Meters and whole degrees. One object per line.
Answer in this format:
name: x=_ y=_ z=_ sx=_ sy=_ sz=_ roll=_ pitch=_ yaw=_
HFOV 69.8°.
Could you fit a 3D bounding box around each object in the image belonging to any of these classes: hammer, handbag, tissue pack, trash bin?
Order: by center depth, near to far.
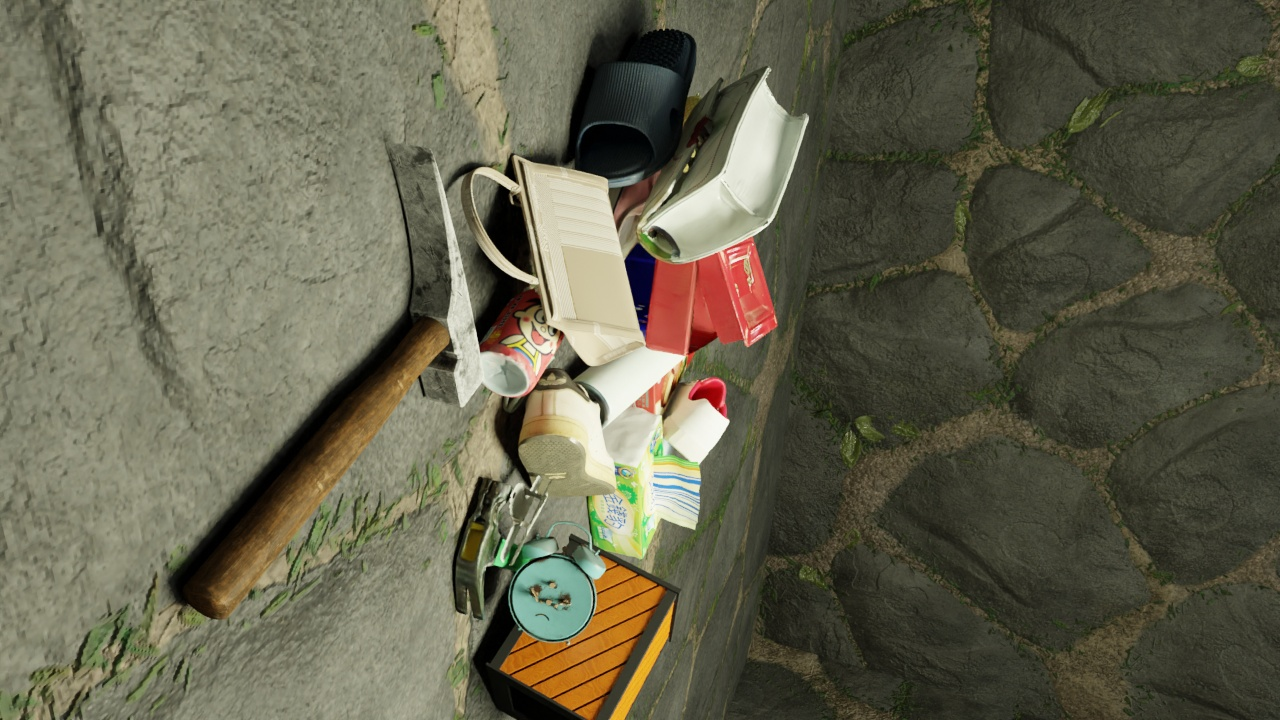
hammer: x=-0.200 y=0.018 z=0.602 sx=0.299 sy=0.037 sz=0.218 roll=-61 pitch=156 yaw=-45
handbag: x=-0.085 y=-0.104 z=0.799 sx=0.197 sy=0.062 sz=0.175 roll=22 pitch=50 yaw=-57
handbag: x=0.080 y=-0.207 z=0.966 sx=0.096 sy=0.142 sz=0.198 roll=43 pitch=50 yaw=-27
hammer: x=-0.126 y=0.222 z=1.008 sx=0.319 sy=0.032 sz=0.130 roll=57 pitch=46 yaw=-68
trash bin: x=-0.060 y=0.324 z=1.024 sx=0.171 sy=0.140 sz=0.140 roll=-55 pitch=161 yaw=-34
tissue pack: x=0.012 y=0.171 z=1.236 sx=0.198 sy=0.141 sz=0.120 roll=84 pitch=24 yaw=-46

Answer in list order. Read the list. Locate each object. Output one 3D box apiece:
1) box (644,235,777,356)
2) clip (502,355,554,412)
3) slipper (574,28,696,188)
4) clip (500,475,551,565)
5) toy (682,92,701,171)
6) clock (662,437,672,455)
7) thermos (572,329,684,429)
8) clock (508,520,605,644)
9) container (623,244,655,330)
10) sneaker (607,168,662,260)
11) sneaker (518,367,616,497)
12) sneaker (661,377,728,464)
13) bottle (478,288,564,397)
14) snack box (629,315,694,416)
box: x=0.071 y=-0.080 z=1.063 sx=0.157 sy=0.127 sz=0.137 roll=-24 pitch=103 yaw=-66
clip: x=-0.117 y=0.018 z=0.898 sx=0.076 sy=0.061 sz=0.023 roll=-68 pitch=166 yaw=18
slipper: x=0.001 y=-0.287 z=0.960 sx=0.083 sy=0.101 sz=0.262 roll=80 pitch=24 yaw=-51
clip: x=-0.115 y=0.145 z=0.902 sx=0.054 sy=0.044 sz=0.101 roll=101 pitch=8 yaw=-52
toy: x=0.062 y=-0.255 z=1.170 sx=0.064 sy=0.155 sz=0.170 roll=7 pitch=99 yaw=-29
clock: x=0.018 y=0.136 z=1.387 sx=0.119 sy=0.057 sz=0.083 roll=-1 pitch=101 yaw=-73
thermos: x=-0.007 y=0.007 z=1.121 sx=0.229 sy=0.068 sz=0.068 roll=-38 pitch=138 yaw=-49
clock: x=-0.084 y=0.224 z=0.938 sx=0.053 sy=0.090 sz=0.124 roll=-8 pitch=114 yaw=-86
container: x=0.002 y=-0.093 z=1.123 sx=0.113 sy=0.085 sz=0.084 roll=-39 pitch=138 yaw=-67
sneaker: x=0.011 y=-0.202 z=1.066 sx=0.118 sy=0.088 sz=0.240 roll=81 pitch=23 yaw=-50
sneaker: x=-0.080 y=0.081 z=0.994 sx=0.242 sy=0.089 sz=0.102 roll=75 pitch=10 yaw=-66
sneaker: x=0.081 y=0.065 z=1.340 sx=0.104 sy=0.090 sz=0.236 roll=-47 pitch=-171 yaw=7
bottle: x=-0.101 y=-0.031 z=0.854 sx=0.062 sy=0.062 sz=0.137 roll=86 pitch=22 yaw=-43
snack box: x=0.033 y=-0.022 z=1.320 sx=0.235 sy=0.060 sz=0.113 roll=-61 pitch=156 yaw=-46
